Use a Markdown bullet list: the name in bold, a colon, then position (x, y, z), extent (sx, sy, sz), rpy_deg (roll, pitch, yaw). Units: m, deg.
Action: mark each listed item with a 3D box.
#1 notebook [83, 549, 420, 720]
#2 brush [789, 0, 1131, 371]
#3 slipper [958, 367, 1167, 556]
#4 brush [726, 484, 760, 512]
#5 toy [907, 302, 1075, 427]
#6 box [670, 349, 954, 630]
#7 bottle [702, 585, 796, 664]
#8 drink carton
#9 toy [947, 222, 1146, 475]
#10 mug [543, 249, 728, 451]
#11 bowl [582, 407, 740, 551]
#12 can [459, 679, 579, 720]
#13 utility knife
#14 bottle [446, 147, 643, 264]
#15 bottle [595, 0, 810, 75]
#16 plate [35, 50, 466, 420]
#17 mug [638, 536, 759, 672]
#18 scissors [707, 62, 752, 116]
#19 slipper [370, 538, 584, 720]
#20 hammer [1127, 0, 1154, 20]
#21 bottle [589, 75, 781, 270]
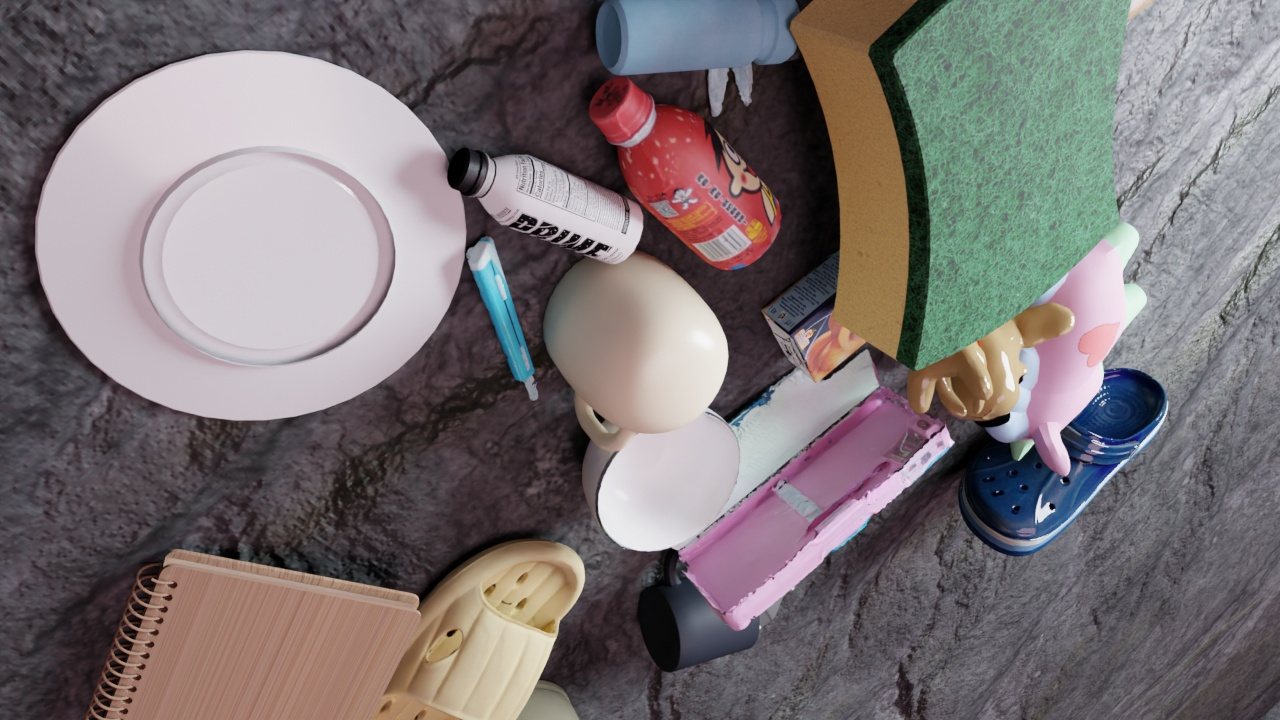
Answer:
- **notebook**: position (-0.262, 0.224, 0.600), extent (0.169, 0.022, 0.211), rpy_deg (19, 110, -26)
- **brush**: position (0.204, -0.137, 0.559), extent (0.194, 0.075, 0.250), rpy_deg (-33, 133, -15)
- **slipper**: position (0.400, 0.077, 0.869), extent (0.252, 0.105, 0.095), rpy_deg (-34, 141, -19)
- **brush**: position (0.081, 0.111, 0.760), extent (0.151, 0.012, 0.039), rpy_deg (-3, 122, -28)
- **toy**: position (0.246, 0.000, 0.691), extent (0.134, 0.105, 0.108), rpy_deg (-18, 170, 40)
- **box**: position (0.121, 0.087, 0.707), extent (0.230, 0.086, 0.106), rpy_deg (-38, 126, -9)
- **bottle**: position (0.094, 0.232, 0.836), extent (0.110, 0.036, 0.036), rpy_deg (-35, 133, -6)
- **drink carton**: position (0.158, -0.050, 0.674), extent (0.130, 0.040, 0.064), rpy_deg (-39, 134, -2)
- **toy**: position (0.340, -0.021, 0.766), extent (0.171, 0.120, 0.222), rpy_deg (-45, 135, -10)
- **mug**: position (-0.003, 0.003, 0.572), extent (0.096, 0.099, 0.120), rpy_deg (11, 115, -37)
- **bowl**: position (0.008, 0.072, 0.649), extent (0.113, 0.063, 0.114), rpy_deg (-13, 121, -23)
- **can**: position (-0.102, 0.339, 0.766), extent (0.127, 0.073, 0.128), rpy_deg (-16, 128, -22)
- **utility knife**: position (-0.081, -0.021, 0.566), extent (0.124, 0.015, 0.022), rpy_deg (75, 31, -42)
- **bottle**: position (-0.053, -0.089, 0.517), extent (0.116, 0.041, 0.041), rpy_deg (16, 112, -38)
- **bottle**: position (0.042, -0.179, 0.497), extent (0.129, 0.040, 0.040), rpy_deg (-12, 127, -23)
- **plate**: position (-0.190, -0.053, 0.476), extent (0.208, 0.015, 0.209), rpy_deg (-16, 128, -22)
- **mug**: position (0.048, 0.201, 0.772), extent (0.077, 0.071, 0.105), rpy_deg (-7, 98, -27)
- **scissors**: position (0.033, -0.211, 0.506), extent (0.105, 0.016, 0.179), rpy_deg (-14, 131, -23)
- **slipper**: position (-0.140, 0.241, 0.674), extent (0.261, 0.079, 0.111), rpy_deg (-46, 129, 6)
- **hammer**: position (0.323, -0.240, 0.647), extent (0.321, 0.040, 0.129), rpy_deg (-35, 137, -4)
- **bottle**: position (0.024, -0.111, 0.535), extent (0.062, 0.062, 0.137), rpy_deg (-48, 134, 6)
